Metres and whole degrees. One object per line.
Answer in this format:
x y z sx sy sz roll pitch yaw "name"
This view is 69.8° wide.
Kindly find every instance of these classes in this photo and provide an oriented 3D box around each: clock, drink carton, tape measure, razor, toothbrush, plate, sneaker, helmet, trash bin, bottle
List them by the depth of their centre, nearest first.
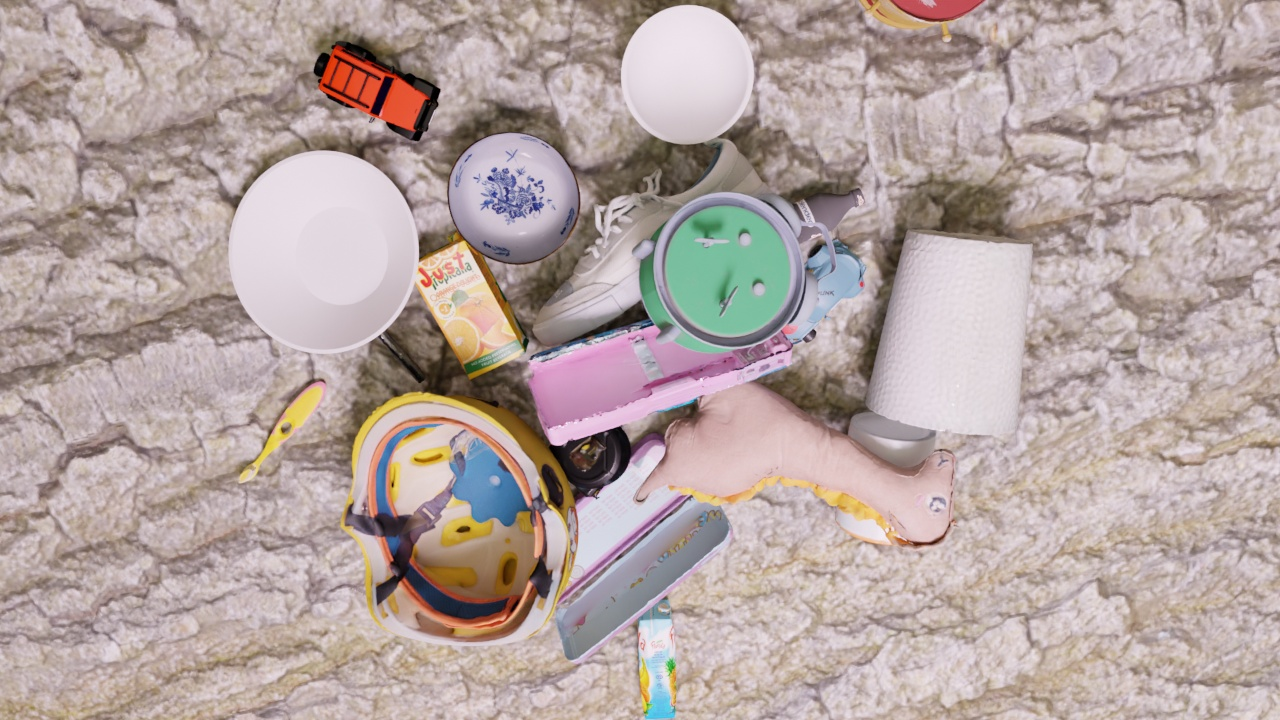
0.239 -0.345 0.731 0.117 0.081 0.159 15 107 -6 "clock"
0.082 -0.073 0.731 0.161 0.075 0.122 -15 89 -14 "clock"
-0.004 -0.107 0.805 0.242 0.089 0.091 -34 101 3 "sneaker"
-0.272 -0.094 0.809 0.174 0.036 0.174 0 93 8 "plate"
0.278 -0.030 0.815 0.133 0.133 0.161 4 103 -3 "trash bin"
0.147 -0.126 0.824 0.110 0.036 0.036 -23 107 6 "bottle"
-0.157 -0.052 0.838 0.058 0.041 0.122 -25 106 6 "drink carton"
-0.151 0.132 0.847 0.209 0.139 0.240 -8 97 18 "helmet"
-0.238 -0.020 0.857 0.042 0.026 0.106 -36 109 7 "razor"
-0.047 0.089 0.876 0.071 0.042 0.072 41 98 19 "tape measure"
-0.346 0.071 0.885 0.021 0.016 0.135 41 103 -8 "toothbrush"
0.017 0.312 0.959 0.038 0.044 0.129 -3 109 -1 "drink carton"

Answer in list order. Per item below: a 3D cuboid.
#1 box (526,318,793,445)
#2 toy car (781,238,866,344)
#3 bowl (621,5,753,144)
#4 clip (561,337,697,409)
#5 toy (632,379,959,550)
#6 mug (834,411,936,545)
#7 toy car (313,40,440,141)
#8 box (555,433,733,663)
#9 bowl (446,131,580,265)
0.015 -0.014 0.793 0.230 0.084 0.091 -18 142 -10 "box"
0.161 -0.058 0.850 0.060 0.027 0.108 40 103 -13 "toy car"
0.038 -0.242 0.781 0.110 0.040 0.110 0 107 -1 "bowl"
-0.005 0.004 0.868 0.162 0.027 0.090 -6 108 -1 "clip"
0.143 0.113 0.830 0.264 0.065 0.196 32 99 9 "toy"
0.234 0.111 0.879 0.082 0.082 0.105 3 107 -3 "mug"
-0.223 -0.228 0.775 0.100 0.048 0.051 26 105 -10 "toy car"
-0.020 0.186 0.908 0.214 0.062 0.140 -41 70 11 "box"
-0.109 -0.144 0.807 0.114 0.045 0.114 0 108 -1 "bowl"
